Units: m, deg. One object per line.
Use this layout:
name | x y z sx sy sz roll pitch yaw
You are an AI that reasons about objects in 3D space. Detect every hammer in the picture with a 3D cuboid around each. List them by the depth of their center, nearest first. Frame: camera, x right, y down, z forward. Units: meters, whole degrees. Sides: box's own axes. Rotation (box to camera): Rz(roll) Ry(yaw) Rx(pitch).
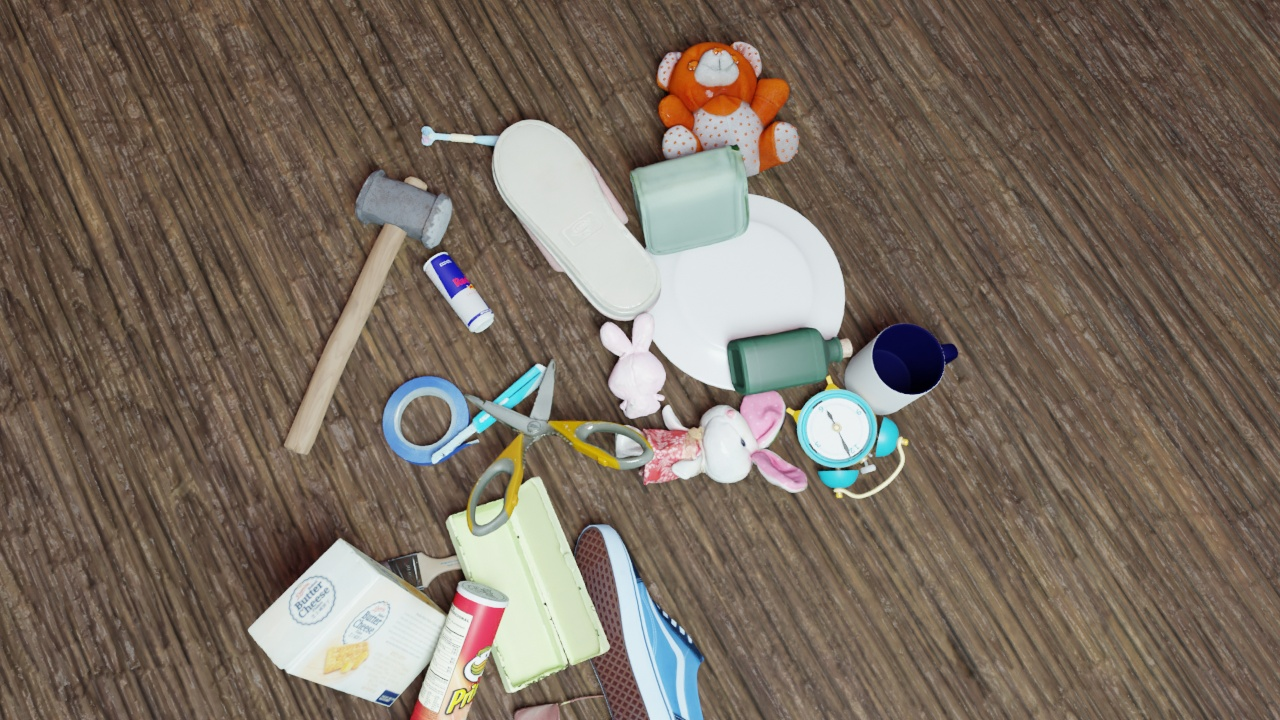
hammer | -0.310 -0.054 1.001 0.098 0.052 0.328 21 77 1

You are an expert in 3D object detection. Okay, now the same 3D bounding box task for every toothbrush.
toothbrush | -0.180 -0.259 1.079 0.155 0.016 0.022 4 107 -3

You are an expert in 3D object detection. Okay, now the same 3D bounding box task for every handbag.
handbag | -0.063 0.359 0.918 0.119 0.029 0.055 -15 74 -14
handbag | 0.056 -0.182 1.020 0.122 0.106 0.067 -14 58 0

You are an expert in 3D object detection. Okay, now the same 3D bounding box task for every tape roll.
tape roll | -0.230 0.065 0.987 0.091 0.016 0.093 -22 78 -10

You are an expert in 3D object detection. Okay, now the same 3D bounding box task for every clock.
clock | 0.223 0.084 0.994 0.099 0.043 0.129 -41 73 10

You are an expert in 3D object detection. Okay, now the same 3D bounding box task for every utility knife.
utility knife | -0.159 0.059 0.983 0.022 0.015 0.161 43 67 10

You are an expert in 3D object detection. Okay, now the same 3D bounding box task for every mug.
mug | 0.290 0.007 1.001 0.112 0.097 0.078 -15 76 -8

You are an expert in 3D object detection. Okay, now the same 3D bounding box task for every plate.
plate | 0.118 -0.084 1.055 0.242 0.016 0.242 1 75 -4

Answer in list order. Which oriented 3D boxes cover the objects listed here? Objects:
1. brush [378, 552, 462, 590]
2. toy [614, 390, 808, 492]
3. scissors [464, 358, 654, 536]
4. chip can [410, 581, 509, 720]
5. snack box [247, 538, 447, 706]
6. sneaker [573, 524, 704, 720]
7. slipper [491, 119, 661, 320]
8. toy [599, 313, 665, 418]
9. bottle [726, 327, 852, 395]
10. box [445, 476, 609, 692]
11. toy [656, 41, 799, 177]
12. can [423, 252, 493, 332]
brush | -0.229 0.217 0.948 0.151 0.012 0.039 -13 76 -9
toy | 0.070 0.089 0.969 0.194 0.084 0.158 -1 37 0
scissors | -0.104 0.089 0.929 0.225 0.016 0.229 19 55 23
chip can | -0.186 0.323 0.877 0.052 0.052 0.214 20 88 1
snack box | -0.250 0.244 0.837 0.057 0.208 0.104 36 74 24
sneaker | 0.004 0.281 0.930 0.098 0.084 0.241 -1 63 -41
slipper | -0.074 -0.157 1.040 0.114 0.054 0.274 -32 77 -12
toy | -0.006 0.006 0.997 0.063 0.047 0.110 -9 100 3
bottle | 0.166 -0.003 1.001 0.131 0.061 0.061 -10 95 -10
box | -0.113 0.225 0.929 0.128 0.066 0.188 -28 77 11
toy | 0.094 -0.298 1.073 0.163 0.093 0.172 -9 74 -6
can | -0.201 -0.075 1.019 0.032 0.032 0.095 -36 80 -13
